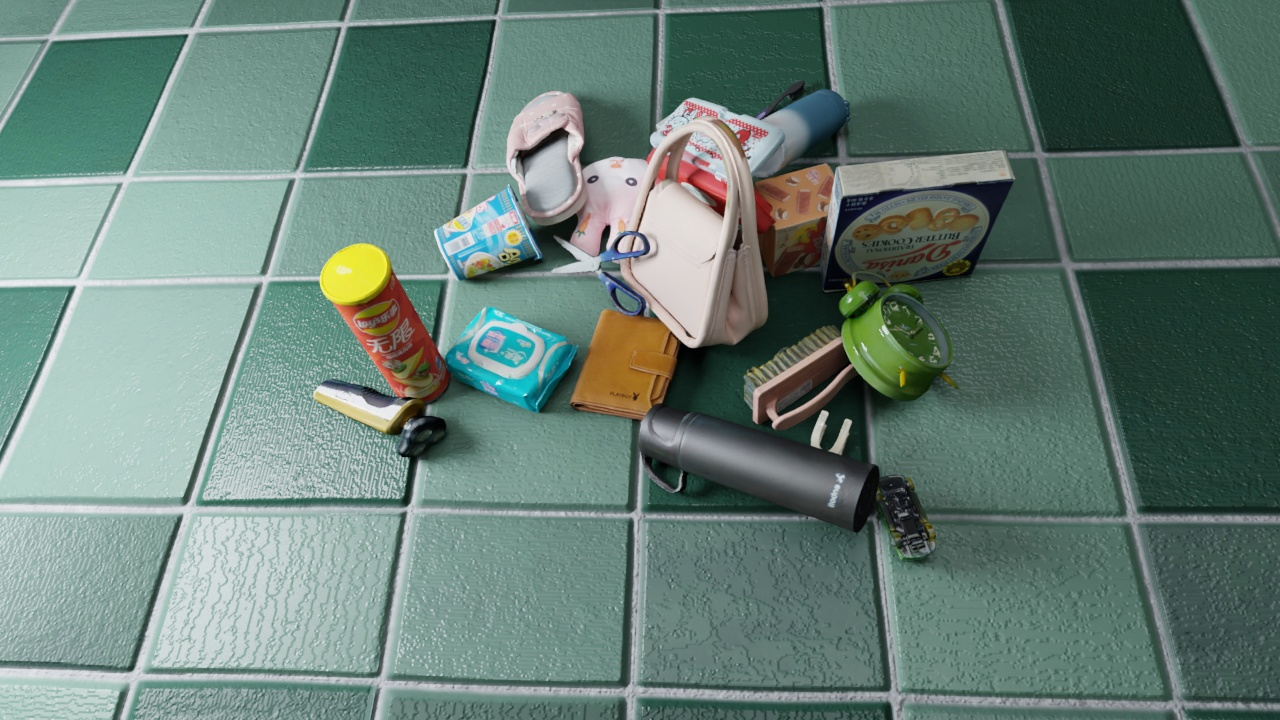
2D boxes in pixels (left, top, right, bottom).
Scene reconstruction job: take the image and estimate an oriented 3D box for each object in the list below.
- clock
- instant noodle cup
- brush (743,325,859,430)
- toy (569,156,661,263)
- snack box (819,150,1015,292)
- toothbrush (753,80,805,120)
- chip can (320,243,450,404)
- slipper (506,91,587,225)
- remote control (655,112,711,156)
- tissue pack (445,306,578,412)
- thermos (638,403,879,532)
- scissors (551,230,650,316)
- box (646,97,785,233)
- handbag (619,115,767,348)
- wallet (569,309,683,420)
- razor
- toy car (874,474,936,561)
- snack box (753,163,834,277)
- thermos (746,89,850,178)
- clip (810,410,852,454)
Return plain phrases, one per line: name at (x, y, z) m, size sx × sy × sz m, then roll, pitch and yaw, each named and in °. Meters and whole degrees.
clock at (0.275, -0.033, 0.999) m, size 0.116 × 0.056 × 0.161 m, roll 2°, pitch 55°, yaw -36°
instant noodle cup at (-0.191, -0.151, 1.136) m, size 0.110 × 0.099 × 0.099 m, roll -24°, pitch 59°, yaw -1°
brush at (0.185, 0.018, 1.007) m, size 0.145 × 0.063 × 0.073 m, roll -30°, pitch 56°, yaw -15°
toy at (-0.033, -0.194, 1.167) m, size 0.121 × 0.054 × 0.159 m, roll 4°, pitch 64°, yaw 12°
snack box at (0.301, -0.152, 1.029) m, size 0.178 × 0.183 × 0.045 m, roll -6°, pitch 60°, yaw 2°
toothbrush at (0.158, -0.327, 1.255) m, size 0.188 × 0.017 × 0.014 m, roll -40°, pitch 56°, yaw -14°
chip can at (-0.270, -0.031, 0.992) m, size 0.073 × 0.217 × 0.073 m, roll -3°, pitch 57°, yaw 5°
slipper at (-0.124, -0.279, 1.199) m, size 0.114 × 0.054 × 0.273 m, roll -19°, pitch 47°, yaw 11°
remote control at (0.077, -0.295, 1.230) m, size 0.049 × 0.024 × 0.125 m, roll -38°, pitch 57°, yaw -13°
tissue pack at (-0.147, -0.001, 1.059) m, size 0.133 × 0.050 × 0.093 m, roll 21°, pitch 62°, yaw 17°
thermos at (0.113, 0.114, 0.937) m, size 0.243 × 0.068 × 0.090 m, roll 15°, pitch 98°, yaw 29°
scissors at (-0.045, -0.115, 1.086) m, size 0.012 × 0.163 × 0.162 m, roll -15°, pitch 64°, yaw -45°
box at (0.097, -0.233, 1.083) m, size 0.100 × 0.095 × 0.201 m, roll -49°, pitch 41°, yaw -1°
handbag at (0.064, -0.150, 1.010) m, size 0.093 × 0.235 × 0.193 m, roll -16°, pitch 39°, yaw -27°
wallet at (-0.006, 0.006, 1.054) m, size 0.119 × 0.035 × 0.130 m, roll 7°, pitch 59°, yaw 18°
razor at (-0.301, 0.061, 1.041) m, size 0.167 × 0.062 × 0.067 m, roll 18°, pitch 93°, yaw 22°
toy car at (0.264, 0.159, 0.926) m, size 0.043 × 0.036 × 0.091 m, roll -14°, pitch 59°, yaw -2°
snack box at (0.191, -0.167, 1.102) m, size 0.094 × 0.093 × 0.077 m, roll -16°, pitch 58°, yaw -4°
thermos at (0.196, -0.290, 1.152) m, size 0.070 × 0.070 × 0.219 m, roll 27°, pitch 38°, yaw 20°
clip at (0.193, 0.108, 0.977) m, size 0.035 × 0.086 × 0.104 m, roll 18°, pitch 90°, yaw 15°
